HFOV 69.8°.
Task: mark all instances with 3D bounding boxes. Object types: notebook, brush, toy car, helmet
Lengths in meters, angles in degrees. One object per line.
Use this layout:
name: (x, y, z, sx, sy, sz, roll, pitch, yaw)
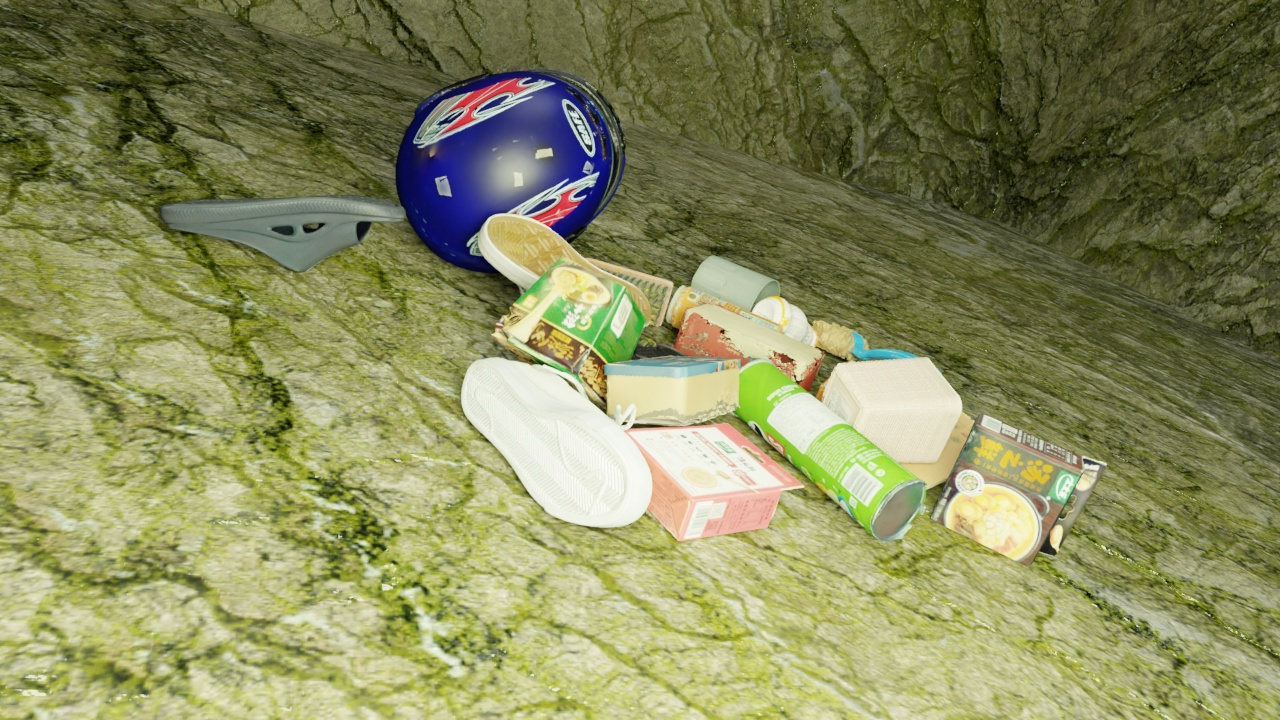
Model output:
notebook: (0.299, 0.081, 1.030, 0.207, 0.008, 0.148, -14, 44, -36)
brush: (-0.034, -0.094, 1.197, 0.145, 0.063, 0.072, 17, 25, 3)
brush: (0.312, -0.013, 1.233, 0.083, 0.046, 0.255, 16, 4, -25)
toy car: (-0.006, 0.006, 0.998, 0.157, 0.042, 0.070, -3, 30, -41)
helmet: (-0.149, -0.248, 1.155, 0.315, 0.247, 0.240, -31, 12, -10)

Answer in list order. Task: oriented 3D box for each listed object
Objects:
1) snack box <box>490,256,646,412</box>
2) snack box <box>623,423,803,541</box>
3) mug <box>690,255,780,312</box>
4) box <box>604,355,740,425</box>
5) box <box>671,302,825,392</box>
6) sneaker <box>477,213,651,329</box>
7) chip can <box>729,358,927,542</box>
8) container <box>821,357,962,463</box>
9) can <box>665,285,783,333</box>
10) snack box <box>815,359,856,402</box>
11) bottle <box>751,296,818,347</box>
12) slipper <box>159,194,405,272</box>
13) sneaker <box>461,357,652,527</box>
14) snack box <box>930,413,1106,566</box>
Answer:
snack box: (-0.058, -0.029, 0.890, 0.117, 0.105, 0.118, 28, -9, 24)
snack box: (0.056, 0.103, 0.806, 0.127, 0.044, 0.113, 0, 27, -36)
mug: (0.121, -0.085, 1.291, 0.103, 0.084, 0.123, 29, 49, 28)
box: (0.032, 0.027, 0.890, 0.090, 0.059, 0.184, 1, 2, 23)
box: (0.130, -0.015, 1.106, 0.168, 0.080, 0.091, 26, 22, 20)
sneaker: (-0.099, -0.085, 1.084, 0.241, 0.088, 0.118, 27, 46, -33)
chip can: (0.178, 0.083, 0.914, 0.072, 0.072, 0.236, 2, 26, -35)
container: (0.257, 0.053, 0.968, 0.110, 0.090, 0.089, 0, 37, -17)
can: (0.110, -0.046, 1.197, 0.146, 0.058, 0.058, 24, 22, 15)
snack box: (0.279, 0.039, 1.168, 0.075, 0.026, 0.153, 25, 22, 20)
bottle: (0.199, -0.044, 1.252, 0.108, 0.063, 0.063, 25, 12, -41)
slipper: (-0.393, -0.143, 1.025, 0.268, 0.083, 0.110, -1, 14, 1)
sneaker: (-0.055, 0.065, 0.765, 0.090, 0.089, 0.242, 5, 18, -41)
snack box: (0.367, 0.129, 0.895, 0.126, 0.113, 0.053, 25, 23, 19)
